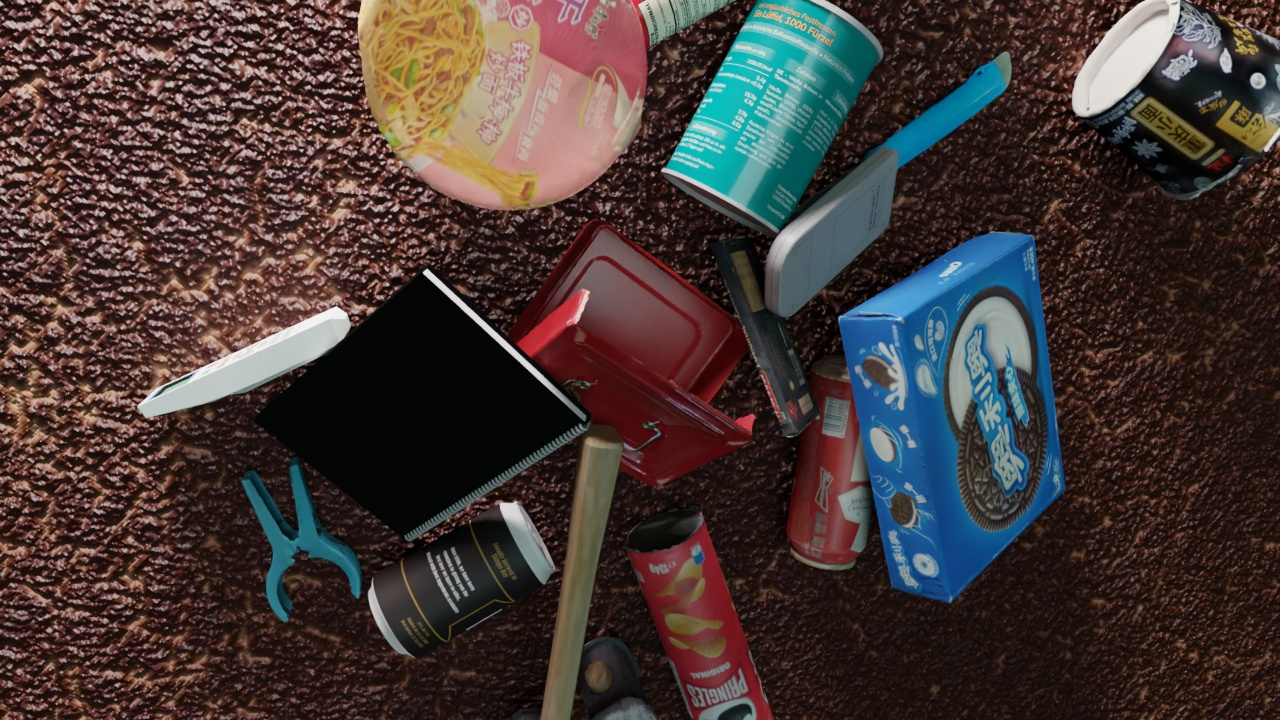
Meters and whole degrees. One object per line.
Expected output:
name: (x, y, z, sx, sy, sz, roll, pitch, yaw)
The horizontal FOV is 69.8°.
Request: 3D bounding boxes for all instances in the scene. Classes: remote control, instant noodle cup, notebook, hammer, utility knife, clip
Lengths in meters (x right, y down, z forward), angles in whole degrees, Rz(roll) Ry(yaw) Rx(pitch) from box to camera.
remote control: (0.142, -0.095, 0.686, 0.150, 0.019, 0.074, -40, 145, -28)
instant noodle cup: (0.417, -0.211, 0.716, 0.112, 0.137, 0.137, 26, 96, -8)
notebook: (-0.155, 0.041, 0.638, 0.207, 0.016, 0.149, -33, 113, 31)
instant noodle cup: (-0.087, -0.194, 0.611, 0.178, 0.077, 0.179, -1, 108, -4)
hammer: (0.038, 0.373, 0.795, 0.052, 0.098, 0.328, -32, 115, -3)
remote control: (-0.269, 0.004, 0.640, 0.143, 0.049, 0.024, -26, 107, -6)
hammer: (-0.052, 0.201, 0.666, 0.051, 0.117, 0.323, 5, 109, -16)
utility knife: (0.208, -0.173, 0.730, 0.225, 0.015, 0.031, -35, 107, -6)
clip: (-0.273, 0.145, 0.689, 0.121, 0.031, 0.130, -35, 109, 2)

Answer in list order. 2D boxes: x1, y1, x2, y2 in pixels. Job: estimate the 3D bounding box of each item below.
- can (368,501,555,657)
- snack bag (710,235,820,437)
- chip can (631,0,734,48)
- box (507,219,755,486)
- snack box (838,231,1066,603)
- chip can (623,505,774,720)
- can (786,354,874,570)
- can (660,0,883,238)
can: (-0.136, 0.166, 0.701, 0.128, 0.072, 0.072, -29, 108, -5)
snack bag: (0.096, -0.021, 0.690, 0.018, 0.074, 0.155, -22, 89, 25)
chip can: (0.071, -0.286, 0.649, 0.214, 0.052, 0.052, -30, 109, -5)
box: (-0.007, -0.010, 0.681, 0.157, 0.155, 0.147, 34, 136, -21)
snack box: (0.256, 0.040, 0.732, 0.195, 0.056, 0.239, -28, 111, -35)
chip can: (0.054, 0.237, 0.766, 0.073, 0.073, 0.233, -22, 107, -8)
can: (0.163, 0.083, 0.755, 0.067, 0.067, 0.170, 4, 103, -15)
can: (0.092, -0.175, 0.656, 0.099, 0.099, 0.144, 27, 96, -18)
